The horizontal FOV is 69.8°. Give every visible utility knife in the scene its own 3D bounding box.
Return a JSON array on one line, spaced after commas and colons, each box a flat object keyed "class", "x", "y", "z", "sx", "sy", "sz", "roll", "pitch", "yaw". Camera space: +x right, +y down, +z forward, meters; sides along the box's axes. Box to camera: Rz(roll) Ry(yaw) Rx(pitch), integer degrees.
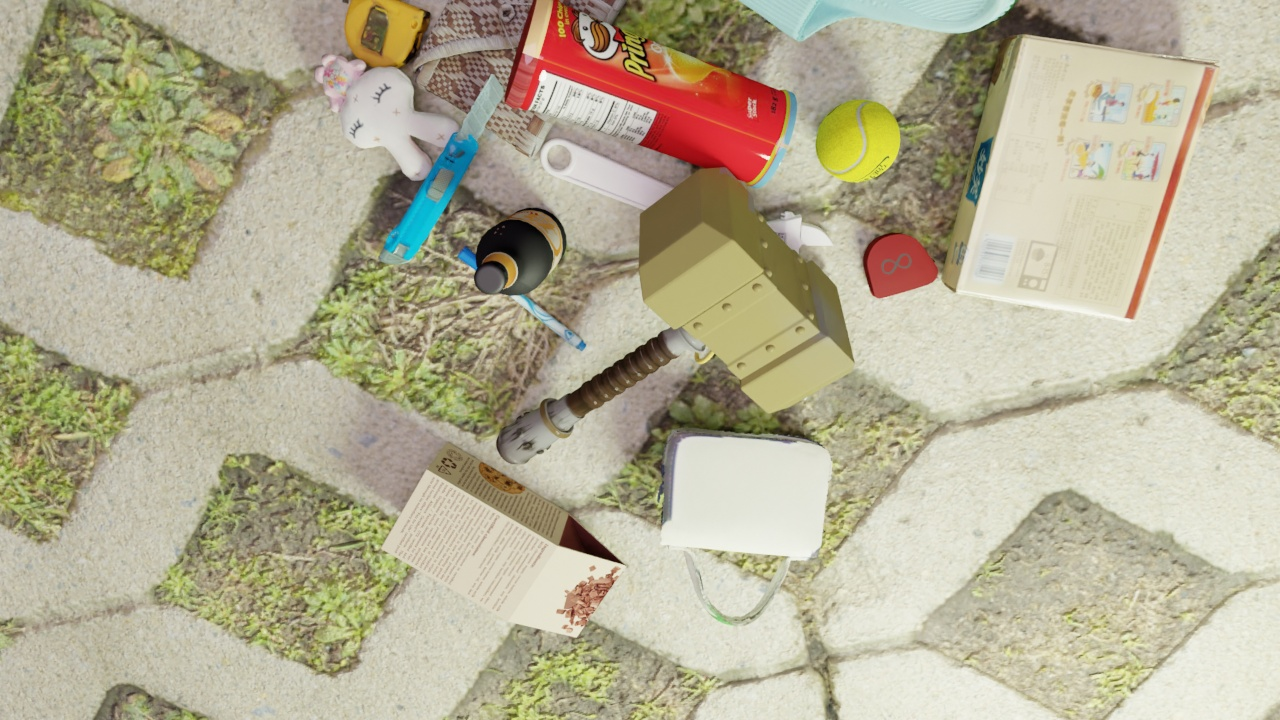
[{"class": "utility knife", "x": -0.170, "y": -0.156, "z": 0.786, "sx": 0.031, "sy": 0.015, "sz": 0.207, "roll": 22, "pitch": 122, "yaw": -27}]

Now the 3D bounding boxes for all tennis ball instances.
[{"class": "tennis ball", "x": 0.176, "y": -0.178, "z": 0.745, "sx": 0.065, "sy": 0.065, "sz": 0.065, "roll": 1, "pitch": 107, "yaw": 4}]

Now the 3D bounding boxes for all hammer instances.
[{"class": "hammer", "x": -0.005, "y": 0.005, "z": 0.789, "sx": 0.326, "sy": 0.100, "sz": 0.190, "roll": -33, "pitch": 123, "yaw": 27}]

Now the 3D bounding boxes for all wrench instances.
[{"class": "wrench", "x": 0.041, "y": -0.130, "z": 0.796, "sx": 0.273, "sy": 0.018, "sz": 0.066, "roll": 22, "pitch": 108, "yaw": -1}]

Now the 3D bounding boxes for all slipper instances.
[{"class": "slipper", "x": 0.149, "y": -0.295, "z": 0.690, "sx": 0.276, "sy": 0.116, "sz": 0.069, "roll": 16, "pitch": 72, "yaw": -5}]

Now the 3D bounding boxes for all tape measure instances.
[{"class": "tape measure", "x": 0.224, "y": -0.085, "z": 0.794, "sx": 0.059, "sy": 0.019, "sz": 0.051, "roll": -16, "pitch": 103, "yaw": 2}, {"class": "tape measure", "x": -0.217, "y": -0.275, "z": 0.766, "sx": 0.068, "sy": 0.030, "sz": 0.059, "roll": 21, "pitch": 105, "yaw": -1}]

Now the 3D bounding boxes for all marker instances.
[{"class": "marker", "x": -0.106, "y": -0.055, "z": 0.833, "sx": 0.142, "sy": 0.013, "sz": 0.013, "roll": 38, "pitch": 106, "yaw": -7}]

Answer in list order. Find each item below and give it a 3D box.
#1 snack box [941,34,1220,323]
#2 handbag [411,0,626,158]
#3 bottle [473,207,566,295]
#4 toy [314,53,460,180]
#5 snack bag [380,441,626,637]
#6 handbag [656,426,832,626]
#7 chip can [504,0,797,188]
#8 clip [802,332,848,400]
[{"class": "snack box", "x": 0.349, "y": -0.147, "z": 0.746, "sx": 0.153, "sy": 0.055, "sz": 0.207, "roll": 10, "pitch": 107, "yaw": 2}, {"class": "handbag", "x": -0.096, "y": -0.275, "z": 0.748, "sx": 0.124, "sy": 0.047, "sz": 0.186, "roll": 33, "pitch": 108, "yaw": -5}, {"class": "bottle", "x": -0.101, "y": -0.083, "z": 0.735, "sx": 0.059, "sy": 0.181, "sz": 0.059, "roll": 1, "pitch": 107, "yaw": 4}, {"class": "toy", "x": -0.218, "y": -0.209, "z": 0.771, "sx": 0.125, "sy": 0.037, "sz": 0.076, "roll": 39, "pitch": 118, "yaw": -18}, {"class": "snack bag", "x": -0.126, "y": 0.179, "z": 0.875, "sx": 0.206, "sy": 0.069, "sz": 0.094, "roll": 31, "pitch": 106, "yaw": -5}, {"class": "handbag", "x": 0.089, "y": 0.152, "z": 0.838, "sx": 0.151, "sy": 0.074, "sz": 0.176, "roll": 4, "pitch": 88, "yaw": 1}, {"class": "chip can", "x": 0.008, "y": -0.206, "z": 0.716, "sx": 0.213, "sy": 0.087, "sz": 0.087, "roll": 16, "pitch": 108, "yaw": -15}, {"class": "clip", "x": 0.156, "y": -0.001, "z": 0.823, "sx": 0.043, "sy": 0.023, "sz": 0.076, "roll": 27, "pitch": 109, "yaw": -5}]
